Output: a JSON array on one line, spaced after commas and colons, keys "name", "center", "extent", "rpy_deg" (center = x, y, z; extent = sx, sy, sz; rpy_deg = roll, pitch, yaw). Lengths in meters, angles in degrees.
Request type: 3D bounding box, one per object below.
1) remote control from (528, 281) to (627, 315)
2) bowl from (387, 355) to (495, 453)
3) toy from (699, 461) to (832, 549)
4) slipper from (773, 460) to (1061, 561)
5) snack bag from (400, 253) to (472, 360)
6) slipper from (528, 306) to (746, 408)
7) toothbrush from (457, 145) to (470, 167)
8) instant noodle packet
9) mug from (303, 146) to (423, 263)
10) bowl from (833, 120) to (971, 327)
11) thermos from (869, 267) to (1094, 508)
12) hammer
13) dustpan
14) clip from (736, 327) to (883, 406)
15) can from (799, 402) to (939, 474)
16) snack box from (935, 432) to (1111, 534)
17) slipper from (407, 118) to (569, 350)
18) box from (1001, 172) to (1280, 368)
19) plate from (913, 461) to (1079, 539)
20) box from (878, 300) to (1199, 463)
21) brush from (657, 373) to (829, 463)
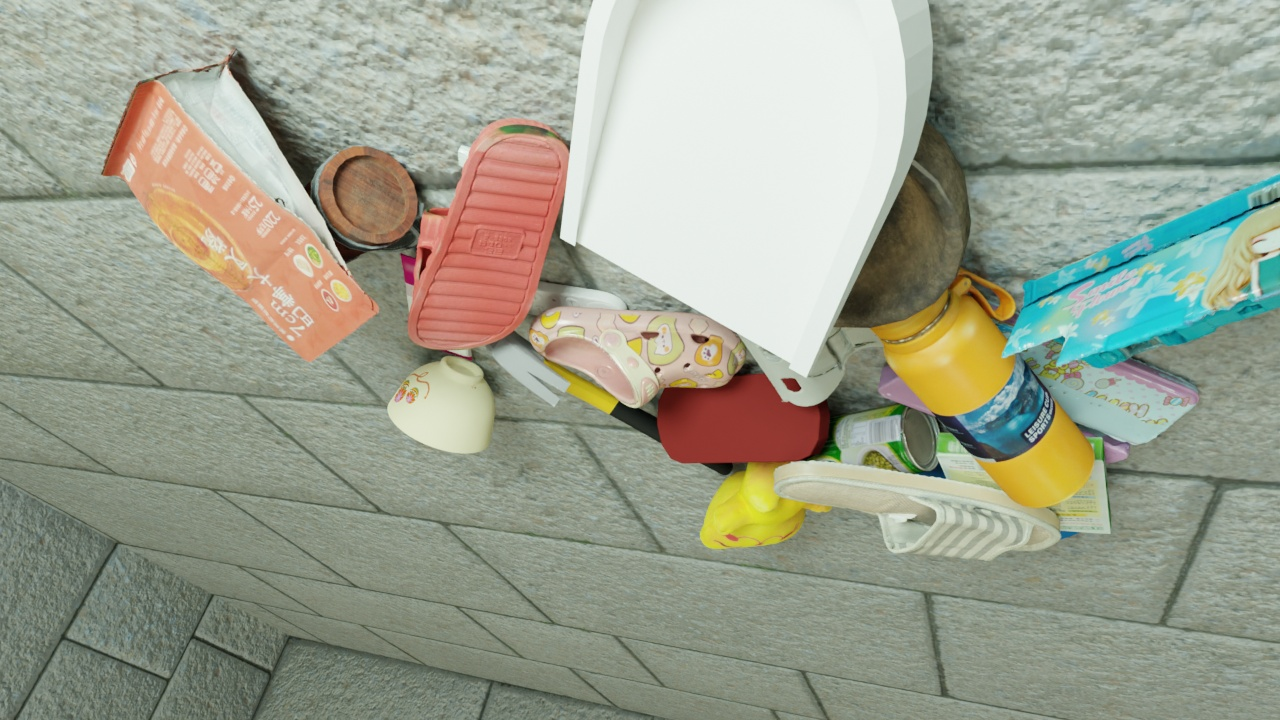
[{"name": "remote control", "center": [-0.078, -0.055, 0.850], "extent": [0.136, 0.013, 0.043], "rpy_deg": [10, 150, 12]}, {"name": "bowl", "center": [-0.206, 0.038, 1.002], "extent": [0.118, 0.118, 0.074], "rpy_deg": [22, 108, -9]}, {"name": "toy", "center": [0.133, 0.150, 1.009], "extent": [0.134, 0.087, 0.194], "rpy_deg": [-10, 156, -13]}, {"name": "slipper", "center": [0.254, 0.143, 0.850], "extent": [0.272, 0.053, 0.115], "rpy_deg": [15, 151, -6]}, {"name": "snack bag", "center": [-0.198, -0.049, 0.910], "extent": [0.070, 0.016, 0.197], "rpy_deg": [19, 156, -2]}, {"name": "slipper", "center": [-0.005, 0.005, 0.826], "extent": [0.197, 0.081, 0.093], "rpy_deg": [7, 154, -1]}, {"name": "toothbrush", "center": [-0.144, -0.118, 0.780], "extent": [0.017, 0.012, 0.187], "rpy_deg": [29, 151, 6]}, {"name": "instant noodle packet", "center": [-0.308, -0.103, 0.727], "extent": [0.165, 0.083, 0.221], "rpy_deg": [-23, 105, 48]}, {"name": "mug", "center": [-0.233, -0.119, 0.772], "extent": [0.117, 0.081, 0.111], "rpy_deg": [9, 165, -40]}, {"name": "bowl", "center": [0.128, -0.101, 0.585], "extent": [0.162, 0.070, 0.162], "rpy_deg": [17, 143, 13]}, {"name": "thermos", "center": [0.253, 0.010, 0.689], "extent": [0.232, 0.091, 0.076], "rpy_deg": [42, 157, -24]}, {"name": "hammer", "center": [-0.021, 0.049, 0.936], "extent": [0.323, 0.029, 0.127], "rpy_deg": [31, -171, -33]}, {"name": "dustpan", "center": [0.048, -0.126, 0.506], "extent": [0.191, 0.053, 0.258], "rpy_deg": [31, 129, 16]}, {"name": "clip", "center": [0.136, -0.014, 0.744], "extent": [0.152, 0.105, 0.126], "rpy_deg": [8, 154, 36]}, {"name": "can", "center": [0.214, 0.080, 0.871], "extent": [0.121, 0.067, 0.067], "rpy_deg": [-17, 136, 44]}, {"name": "snack box", "center": [0.352, 0.113, 0.836], "extent": [0.132, 0.027, 0.168], "rpy_deg": [-1, 149, 29]}, {"name": "slipper", "center": [-0.124, -0.100, 0.737], "extent": [0.103, 0.059, 0.250], "rpy_deg": [6, 138, -26]}, {"name": "box", "center": [0.340, -0.054, 0.566], "extent": [0.168, 0.086, 0.228], "rpy_deg": [-7, 166, -35]}, {"name": "plate", "center": [0.341, 0.131, 0.934], "extent": [0.224, 0.024, 0.225], "rpy_deg": [13, 150, 7]}, {"name": "box", "center": [0.322, 0.027, 0.760], "extent": [0.214, 0.040, 0.152], "rpy_deg": [20, 147, -6]}, {"name": "brush", "center": [0.099, 0.055, 0.881], "extent": [0.174, 0.082, 0.041], "rpy_deg": [-5, 178, 34]}]
